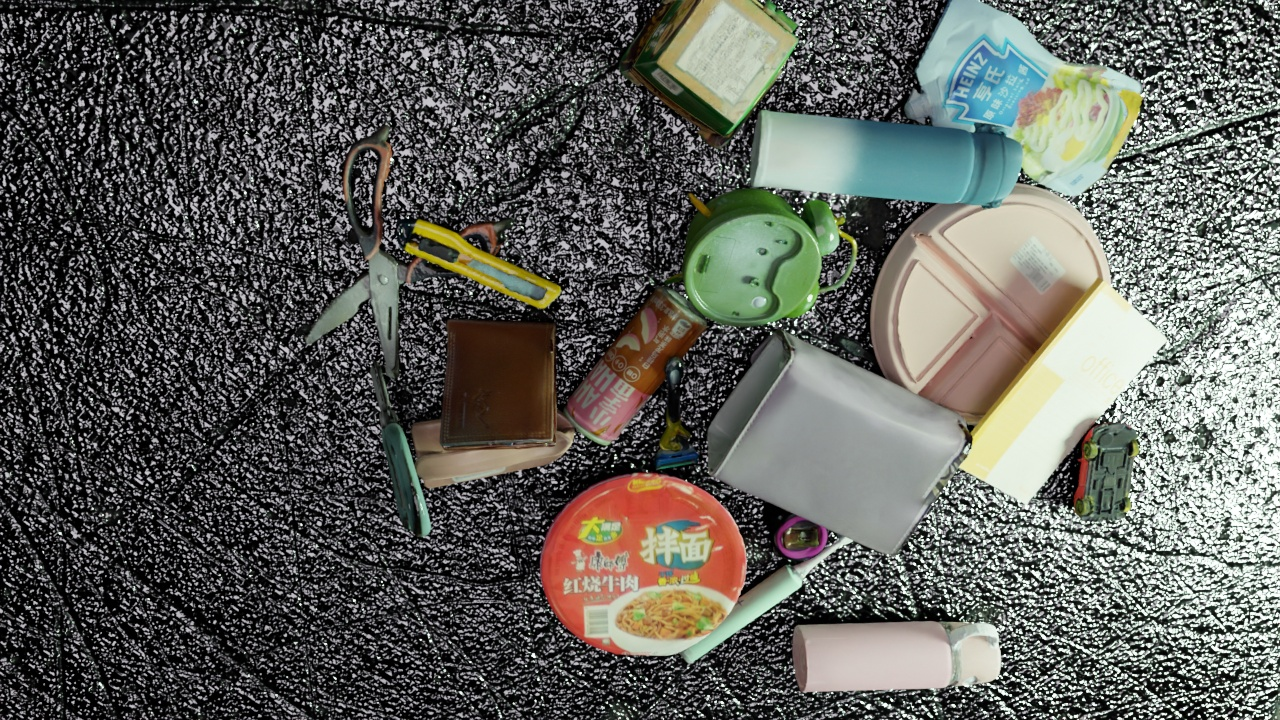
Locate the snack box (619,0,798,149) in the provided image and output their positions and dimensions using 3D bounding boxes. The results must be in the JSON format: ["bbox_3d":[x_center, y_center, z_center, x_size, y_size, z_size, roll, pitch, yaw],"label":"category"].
[{"bbox_3d":[0.059,-0.243,0.729,0.118,0.105,0.118,34,103,-11],"label":"snack box"}]

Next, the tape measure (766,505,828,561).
[{"bbox_3d":[0.154,0.167,0.897,0.058,0.039,0.057,-7,107,-1],"label":"tape measure"}]

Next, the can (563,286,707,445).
[{"bbox_3d":[-0.005,0.005,0.829,0.058,0.058,0.147,36,102,-13],"label":"can"}]

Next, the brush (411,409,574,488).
[{"bbox_3d":[-0.132,0.077,0.839,0.145,0.073,0.063,-9,107,-2],"label":"brush"}]

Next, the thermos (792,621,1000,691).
[{"bbox_3d":[0.258,0.292,0.922,0.198,0.067,0.087,-1,138,-1],"label":"thermos"}]

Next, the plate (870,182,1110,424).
[{"bbox_3d":[0.324,-0.045,0.837,0.229,0.028,0.230,-2,107,-7],"label":"plate"}]

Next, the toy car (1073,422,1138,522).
[{"bbox_3d":[0.454,0.108,0.897,0.049,0.031,0.106,-4,111,-2],"label":"toy car"}]

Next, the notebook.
[{"bbox_3d":[0.389,0.035,0.852,0.145,0.010,0.206,26,106,-37],"label":"notebook"}]

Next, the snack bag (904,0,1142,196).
[{"bbox_3d":[0.324,-0.223,0.785,0.191,0.038,0.110,22,116,-8],"label":"snack bag"}]

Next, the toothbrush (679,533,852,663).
[{"bbox_3d":[0.129,0.233,0.924,0.225,0.027,0.026,-38,119,9],"label":"toothbrush"}]

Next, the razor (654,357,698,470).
[{"bbox_3d":[0.031,0.047,0.841,0.042,0.022,0.143,-11,135,-8],"label":"razor"}]

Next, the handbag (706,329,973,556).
[{"bbox_3d":[0.177,0.071,0.833,0.197,0.098,0.145,25,122,-11],"label":"handbag"}]

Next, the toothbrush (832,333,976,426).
[{"bbox_3d":[0.260,0.023,0.869,0.189,0.017,0.014,29,101,-12],"label":"toothbrush"}]

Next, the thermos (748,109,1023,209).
[{"bbox_3d":[0.204,-0.170,0.772,0.220,0.070,0.070,5,107,0],"label":"thermos"}]

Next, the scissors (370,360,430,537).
[{"bbox_3d":[-0.218,0.091,0.825,0.019,0.179,0.173,-16,64,-20],"label":"scissors"}]

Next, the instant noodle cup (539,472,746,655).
[{"bbox_3d":[0.001,0.186,0.883,0.194,0.065,0.194,-1,106,-3],"label":"instant noodle cup"}]

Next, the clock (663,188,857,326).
[{"bbox_3d":[0.108,-0.089,0.790,0.161,0.056,0.116,6,131,-11],"label":"clock"}]

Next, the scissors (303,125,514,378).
[{"bbox_3d":[-0.222,-0.092,0.810,0.223,0.015,0.189,-32,107,7],"label":"scissors"}]

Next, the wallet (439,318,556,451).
[{"bbox_3d":[-0.125,0.020,0.811,0.101,0.032,0.124,-2,66,0],"label":"wallet"}]

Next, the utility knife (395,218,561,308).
[{"bbox_3d":[-0.142,-0.085,0.799,0.154,0.015,0.033,23,108,-10],"label":"utility knife"}]
